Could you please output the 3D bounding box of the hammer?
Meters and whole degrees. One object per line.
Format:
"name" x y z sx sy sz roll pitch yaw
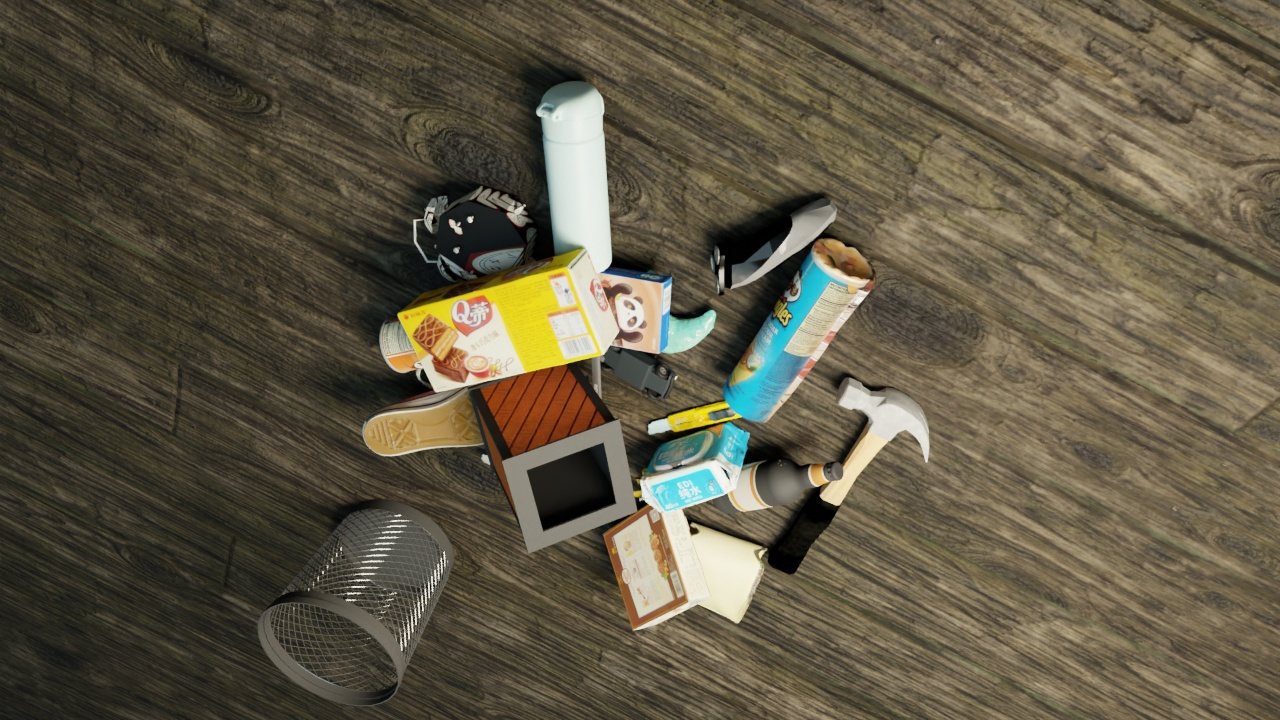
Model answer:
"hammer" 0.250 0.164 1.172 0.131 0.039 0.329 24 128 -1

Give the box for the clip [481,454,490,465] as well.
"clip" -0.174 0.157 1.315 0.102 0.049 0.058 14 133 8

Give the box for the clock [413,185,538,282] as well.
"clock" -0.202 -0.140 1.083 0.155 0.064 0.115 0 123 16

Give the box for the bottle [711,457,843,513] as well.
"bottle" 0.172 0.152 1.147 0.182 0.059 0.059 -19 117 43

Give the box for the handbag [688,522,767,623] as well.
"handbag" 0.107 0.291 1.280 0.119 0.081 0.111 22 120 3

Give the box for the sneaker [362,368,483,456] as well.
"sneaker" -0.248 0.064 1.227 0.241 0.087 0.118 -13 108 0

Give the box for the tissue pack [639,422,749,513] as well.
"tissue pack" 0.066 0.136 1.173 0.145 0.092 0.062 -23 112 29

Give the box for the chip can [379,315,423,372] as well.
"chip can" -0.218 -0.039 1.151 0.215 0.075 0.075 -10 120 23

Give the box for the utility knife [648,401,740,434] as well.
"utility knife" 0.088 0.071 1.173 0.179 0.017 0.030 -14 109 28

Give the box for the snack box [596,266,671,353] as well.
"snack box" -0.040 -0.065 1.075 0.151 0.034 0.087 11 114 19

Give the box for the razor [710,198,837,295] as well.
"razor" 0.143 -0.127 0.996 0.156 0.057 0.060 -23 143 20

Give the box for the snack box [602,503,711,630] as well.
"snack box" 0.019 0.277 1.248 0.147 0.041 0.143 -42 59 46

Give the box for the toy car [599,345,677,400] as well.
"toy car" -0.007 0.007 1.140 0.112 0.034 0.046 30 124 12

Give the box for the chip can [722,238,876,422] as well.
"chip can" 0.175 -0.029 1.037 0.080 0.079 0.230 27 128 -2

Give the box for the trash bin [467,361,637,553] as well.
"trash bin" -0.110 0.108 1.128 0.139 0.171 0.140 -19 123 -14

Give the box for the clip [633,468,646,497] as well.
"clip" 0.015 0.165 1.252 0.054 0.044 0.049 0 105 19

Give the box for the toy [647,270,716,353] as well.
"toy" 0.031 -0.050 1.095 0.105 0.033 0.085 31 117 -2

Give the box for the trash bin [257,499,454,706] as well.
"trash bin" -0.415 0.357 1.389 0.218 0.226 0.218 8 125 12

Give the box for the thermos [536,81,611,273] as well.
"thermos" -0.069 -0.196 1.000 0.065 0.077 0.207 29 136 36

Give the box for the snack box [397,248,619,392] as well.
"snack box" -0.151 -0.044 1.044 0.231 0.061 0.110 -12 113 24

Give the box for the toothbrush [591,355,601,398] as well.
"toothbrush" -0.055 -0.020 1.129 0.013 0.013 0.167 16 117 37
